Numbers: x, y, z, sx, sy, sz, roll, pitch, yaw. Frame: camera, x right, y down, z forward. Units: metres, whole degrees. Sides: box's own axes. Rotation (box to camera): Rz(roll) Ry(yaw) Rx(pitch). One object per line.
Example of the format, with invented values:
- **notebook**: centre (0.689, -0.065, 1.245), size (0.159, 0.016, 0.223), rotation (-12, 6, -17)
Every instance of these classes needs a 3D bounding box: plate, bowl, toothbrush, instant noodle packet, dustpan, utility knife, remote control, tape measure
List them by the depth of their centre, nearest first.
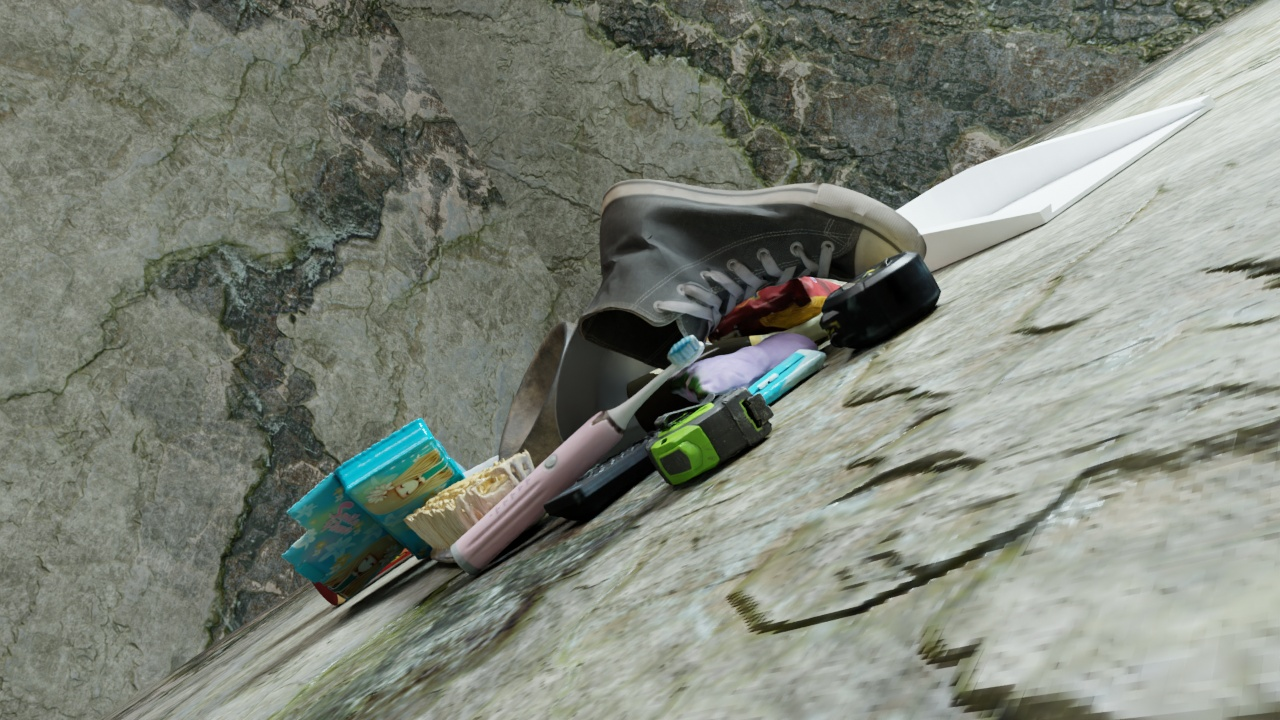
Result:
- **tape measure**: centre (0.031, 0.039, 0.492), size (0.058, 0.036, 0.066), rotation (-33, 2, -17)
- **utility knife**: centre (0.064, 0.031, 0.565), size (0.140, 0.015, 0.022), rotation (-34, 33, -30)
- **tape measure**: centre (0.147, -0.037, 0.571), size (0.072, 0.042, 0.071), rotation (-29, -1, 23)
- **remote control**: centre (0.002, 0.065, 0.617), size (0.149, 0.022, 0.047), rotation (-30, -1, -41)
- **toothbrush**: centre (-0.041, 0.062, 0.618), size (0.223, 0.027, 0.026), rotation (-43, -44, 6)
- **plate**: centre (-0.004, 0.004, 0.753), size (0.012, 0.179, 0.177), rotation (24, 39, 32)
- **instant noodle packet**: centre (0.119, -0.040, 0.761), size (0.099, 0.039, 0.135), rotation (-21, -12, 31)
- **dustpan**: centre (0.298, -0.142, 0.768), size (0.191, 0.053, 0.258), rotation (-32, 1, -19)
- **bowl**: centre (-0.078, 0.047, 0.921), size (0.163, 0.070, 0.162), rotation (-56, 19, 30)

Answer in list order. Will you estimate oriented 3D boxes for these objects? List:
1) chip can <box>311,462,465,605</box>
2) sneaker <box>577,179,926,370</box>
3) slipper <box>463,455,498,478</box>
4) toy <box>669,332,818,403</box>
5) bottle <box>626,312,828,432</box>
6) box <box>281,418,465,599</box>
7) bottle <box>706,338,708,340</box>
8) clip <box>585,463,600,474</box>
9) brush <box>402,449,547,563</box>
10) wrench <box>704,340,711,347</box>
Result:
- **chip can**: centre (-0.309, 0.210, 1.148), size (0.212, 0.087, 0.087), rotation (-31, 0, -36)
- **sneaker**: centre (0.074, -0.055, 0.641), size (0.235, 0.119, 0.095), rotation (8, -25, 11)
- **slipper**: centre (-0.116, 0.087, 1.050), size (0.264, 0.063, 0.111), rotation (-33, -23, 4)
- **toy**: centre (0.070, 0.008, 0.633), size (0.099, 0.036, 0.080), rotation (-20, 9, -19)
- **bottle**: centre (0.080, 0.001, 0.704), size (0.185, 0.045, 0.045), rotation (-25, 3, 14)
- **box**: centre (-0.257, 0.158, 0.911), size (0.181, 0.039, 0.227), rotation (-33, -25, -12)
- **bottle**: centre (0.092, -0.024, 1.106), size (0.167, 0.059, 0.059), rotation (-32, 1, -2)
- **clip**: centre (-0.061, 0.097, 0.781), size (0.075, 0.037, 0.023), rotation (-27, -3, -25)
- **brush**: centre (-0.139, 0.127, 0.769), size (0.083, 0.056, 0.272), rotation (-32, 1, -23)
- **wrench**: centre (0.091, -0.008, 0.876), size (0.070, 0.010, 0.273), rotation (3, 3, 1)
